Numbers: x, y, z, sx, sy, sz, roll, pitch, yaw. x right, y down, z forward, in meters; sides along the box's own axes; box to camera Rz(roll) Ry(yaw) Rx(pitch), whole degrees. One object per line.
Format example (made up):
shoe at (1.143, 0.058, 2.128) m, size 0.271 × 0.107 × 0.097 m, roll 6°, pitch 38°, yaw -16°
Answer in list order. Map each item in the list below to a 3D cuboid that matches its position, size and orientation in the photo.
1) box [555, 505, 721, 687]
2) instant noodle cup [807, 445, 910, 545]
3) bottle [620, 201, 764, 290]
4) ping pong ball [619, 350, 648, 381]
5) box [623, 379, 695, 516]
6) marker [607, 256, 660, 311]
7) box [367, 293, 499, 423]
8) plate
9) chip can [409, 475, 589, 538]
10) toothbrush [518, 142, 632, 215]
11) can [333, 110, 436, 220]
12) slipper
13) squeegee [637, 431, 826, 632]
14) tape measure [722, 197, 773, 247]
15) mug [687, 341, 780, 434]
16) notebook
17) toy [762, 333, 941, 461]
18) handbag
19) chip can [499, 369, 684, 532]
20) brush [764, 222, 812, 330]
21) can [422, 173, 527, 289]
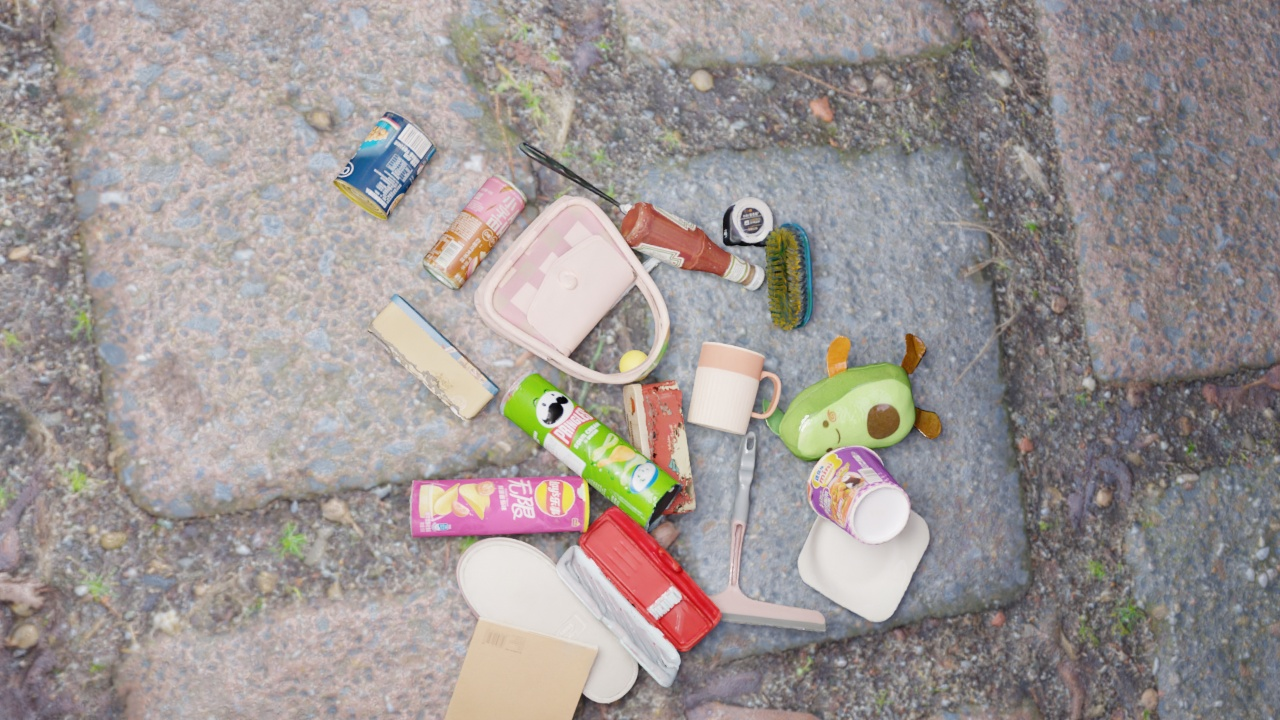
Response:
box at (-0.002, 0.288, 1.130) m, size 0.119 × 0.098 × 0.201 m, roll -44°, pitch 89°, yaw -1°
instant noodle cup at (0.284, 0.177, 1.168) m, size 0.111 × 0.099 × 0.112 m, roll -4°, pitch 109°, yaw -13°
bottle at (0.072, -0.143, 1.196) m, size 0.206 × 0.060 × 0.059 m, roll 21°, pitch 81°, yaw -26°
ping pong ball at (-0.007, 0.007, 1.188) m, size 0.040 × 0.040 × 0.040 m, roll 1°, pitch 86°, yaw -14°
box at (0.031, 0.110, 1.165) m, size 0.076 × 0.091 × 0.168 m, roll -8°, pitch 88°, yaw -11°
marker at (0.000, -0.114, 1.210) m, size 0.145 × 0.017 × 0.017 m, roll -44°, pitch 97°, yaw -12°
box at (-0.253, -0.006, 1.105) m, size 0.060 × 0.090 × 0.184 m, roll -45°, pitch 98°, yaw -6°
plate at (0.300, 0.256, 1.251) m, size 0.164 × 0.034 × 0.163 m, roll 32°, pitch 80°, yaw -9°
chip can at (-0.170, 0.178, 1.115) m, size 0.210 × 0.071 × 0.071 m, roll -1°, pitch 87°, yaw -10°
toothbrush at (-0.079, -0.235, 1.199) m, size 0.181 × 0.018 × 0.015 m, roll 30°, pitch 83°, yaw -9°
can at (-0.308, -0.237, 1.112) m, size 0.075 × 0.075 × 0.111 m, roll 35°, pitch 79°, yaw -9°
slipper at (-0.113, 0.319, 1.135) m, size 0.274 × 0.054 × 0.114 m, roll 43°, pitch 80°, yaw -13°
squeegee at (0.131, 0.217, 1.209) m, size 0.247 × 0.040 × 0.249 m, roll 7°, pitch 86°, yaw -1°
tape measure at (0.146, -0.186, 1.242) m, size 0.065 × 0.034 × 0.066 m, roll 3°, pitch 88°, yaw -15°
mug at (0.125, 0.041, 1.197) m, size 0.114 × 0.082 × 0.106 m, roll 14°, pitch 85°, yaw -11°
notebook at (-0.155, 0.420, 1.109) m, size 0.149 × 0.012 × 0.211 m, roll 18°, pitch 100°, yaw -11°
toy at (0.292, 0.068, 1.230) m, size 0.246 × 0.090 × 0.227 m, roll -19°, pitch 106°, yaw -11°
handbag at (-0.069, -0.070, 1.148) m, size 0.234 × 0.093 × 0.193 m, roll 41°, pitch 80°, yaw -6°
chip can at (-0.061, 0.107, 1.106) m, size 0.236 × 0.072 × 0.072 m, roll 37°, pitch 78°, yaw 17°
brush at (0.206, -0.114, 1.233) m, size 0.073 × 0.055 × 0.144 m, roll -24°, pitch 113°, yaw -51°
can at (-0.206, -0.160, 1.141) m, size 0.058 × 0.058 × 0.147 m, roll 38°, pitch 79°, yaw -9°
